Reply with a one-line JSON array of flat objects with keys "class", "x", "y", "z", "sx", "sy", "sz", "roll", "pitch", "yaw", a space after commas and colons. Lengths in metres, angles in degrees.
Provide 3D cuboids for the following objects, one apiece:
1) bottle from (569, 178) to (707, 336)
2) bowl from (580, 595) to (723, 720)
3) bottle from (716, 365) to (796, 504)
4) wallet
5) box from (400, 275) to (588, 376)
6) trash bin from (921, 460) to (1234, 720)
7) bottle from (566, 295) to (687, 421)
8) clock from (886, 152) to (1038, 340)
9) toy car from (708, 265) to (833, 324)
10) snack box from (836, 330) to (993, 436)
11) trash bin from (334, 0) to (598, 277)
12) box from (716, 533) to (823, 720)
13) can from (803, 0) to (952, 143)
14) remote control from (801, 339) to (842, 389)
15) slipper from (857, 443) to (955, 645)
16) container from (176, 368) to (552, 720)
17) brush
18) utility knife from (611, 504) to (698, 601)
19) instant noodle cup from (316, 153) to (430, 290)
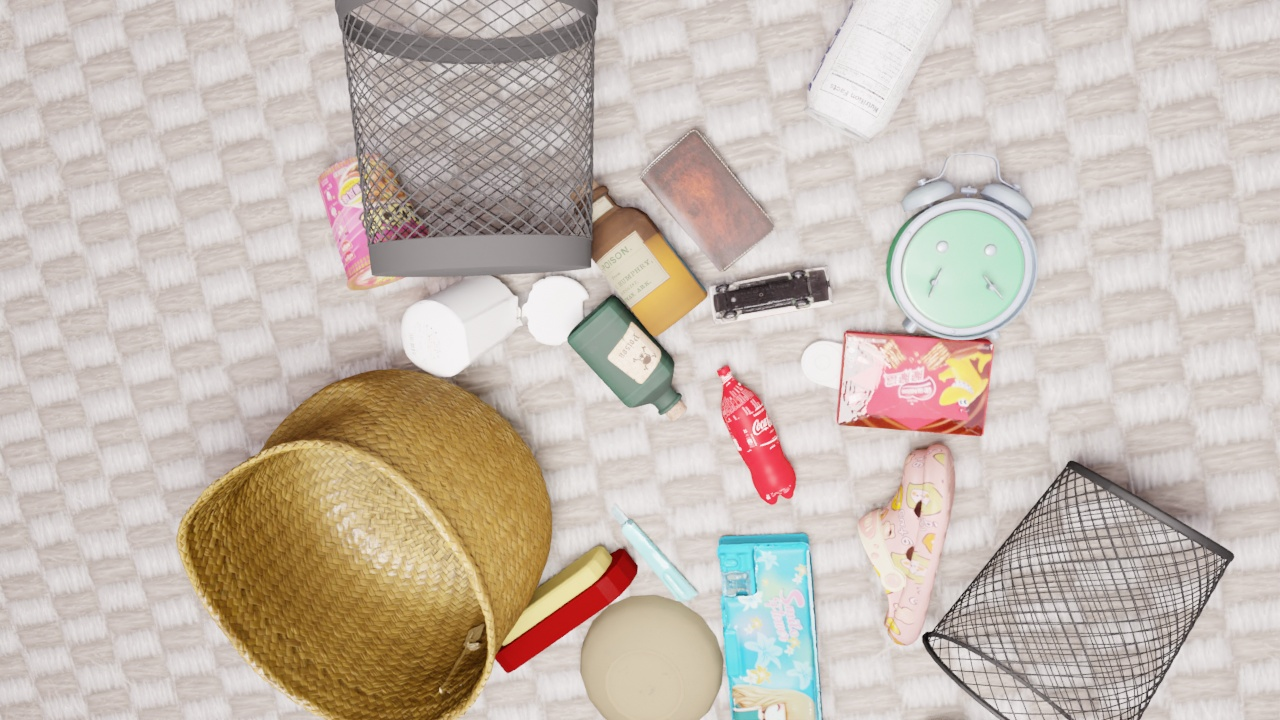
[{"class": "bottle", "x": -0.009, "y": -0.103, "z": 0.867, "sx": 0.068, "sy": 0.067, "sz": 0.157, "roll": -38, "pitch": 92, "yaw": 13}, {"class": "bowl", "x": 0.008, "y": 0.324, "z": 0.946, "sx": 0.152, "sy": 0.050, "sz": 0.152, "roll": 2, "pitch": 100, "yaw": 9}, {"class": "bottle", "x": 0.109, "y": 0.071, "z": 0.890, "sx": 0.042, "sy": 0.042, "sz": 0.141, "roll": -24, "pitch": 95, "yaw": 13}, {"class": "wallet", "x": 0.064, "y": -0.151, "z": 0.870, "sx": 0.072, "sy": 0.019, "sz": 0.123, "roll": -39, "pitch": 91, "yaw": 14}, {"class": "box", "x": -0.137, "y": -0.037, "z": 0.884, "sx": 0.142, "sy": 0.139, "sz": 0.083, "roll": 4, "pitch": 115, "yaw": 24}, {"class": "trash bin", "x": 0.387, "y": 0.214, "z": 0.805, "sx": 0.184, "sy": 0.184, "sz": 0.210, "roll": 31, "pitch": 97, "yaw": 3}, {"class": "bottle", "x": -0.005, "y": 0.005, "z": 0.886, "sx": 0.061, "sy": 0.061, "sz": 0.131, "roll": -41, "pitch": 98, "yaw": 11}, {"class": "clock", "x": 0.285, "y": -0.101, "z": 0.813, "sx": 0.122, "sy": 0.075, "sz": 0.162, "roll": 6, "pitch": 100, "yaw": 9}, {"class": "toy car", "x": 0.123, "y": -0.059, "z": 0.868, "sx": 0.113, "sy": 0.039, "sz": 0.039, "roll": -10, "pitch": 74, "yaw": 12}, {"class": "snack box", "x": 0.253, "y": 0.021, "z": 0.852, "sx": 0.133, "sy": 0.021, "sz": 0.089, "roll": 4, "pitch": 100, "yaw": 8}, {"class": "trash bin", "x": -0.140, "y": -0.190, "z": 0.786, "sx": 0.218, "sy": 0.217, "sz": 0.227, "roll": -2, "pitch": 94, "yaw": 10}, {"class": "box", "x": 0.131, "y": 0.288, "z": 0.924, "sx": 0.094, "sy": 0.041, "sz": 0.227, "roll": -4, "pitch": 99, "yaw": 10}, {"class": "can", "x": 0.204, "y": -0.266, "z": 0.797, "sx": 0.078, "sy": 0.078, "sz": 0.136, "roll": 28, "pitch": 103, "yaw": 4}, {"class": "remote control", "x": 0.221, "y": 0.013, "z": 0.875, "sx": 0.136, "sy": 0.013, "sz": 0.043, "roll": 15, "pitch": 102, "yaw": 7}, {"class": "slipper", "x": 0.243, "y": 0.171, "z": 0.864, "sx": 0.081, "sy": 0.093, "sz": 0.197, "roll": 11, "pitch": 102, "yaw": 18}, {"class": "container", "x": -0.234, "y": 0.168, "z": 0.861, "sx": 0.307, "sy": 0.196, "sz": 0.307, "roll": 8, "pitch": 117, "yaw": 16}, {"class": "brush", "x": -0.082, "y": 0.247, "z": 0.932, "sx": 0.174, "sy": 0.082, "sz": 0.042, "roll": -38, "pitch": 92, "yaw": 14}, {"class": "utility knife", "x": 0.011, "y": 0.199, "z": 0.943, "sx": 0.022, "sy": 0.015, "sz": 0.126, "roll": -41, "pitch": 89, "yaw": 12}, {"class": "instant noodle cup", "x": -0.261, "y": -0.137, "z": 0.896, "sx": 0.098, "sy": 0.097, "sz": 0.108, "roll": -26, "pitch": 87, "yaw": 13}]
